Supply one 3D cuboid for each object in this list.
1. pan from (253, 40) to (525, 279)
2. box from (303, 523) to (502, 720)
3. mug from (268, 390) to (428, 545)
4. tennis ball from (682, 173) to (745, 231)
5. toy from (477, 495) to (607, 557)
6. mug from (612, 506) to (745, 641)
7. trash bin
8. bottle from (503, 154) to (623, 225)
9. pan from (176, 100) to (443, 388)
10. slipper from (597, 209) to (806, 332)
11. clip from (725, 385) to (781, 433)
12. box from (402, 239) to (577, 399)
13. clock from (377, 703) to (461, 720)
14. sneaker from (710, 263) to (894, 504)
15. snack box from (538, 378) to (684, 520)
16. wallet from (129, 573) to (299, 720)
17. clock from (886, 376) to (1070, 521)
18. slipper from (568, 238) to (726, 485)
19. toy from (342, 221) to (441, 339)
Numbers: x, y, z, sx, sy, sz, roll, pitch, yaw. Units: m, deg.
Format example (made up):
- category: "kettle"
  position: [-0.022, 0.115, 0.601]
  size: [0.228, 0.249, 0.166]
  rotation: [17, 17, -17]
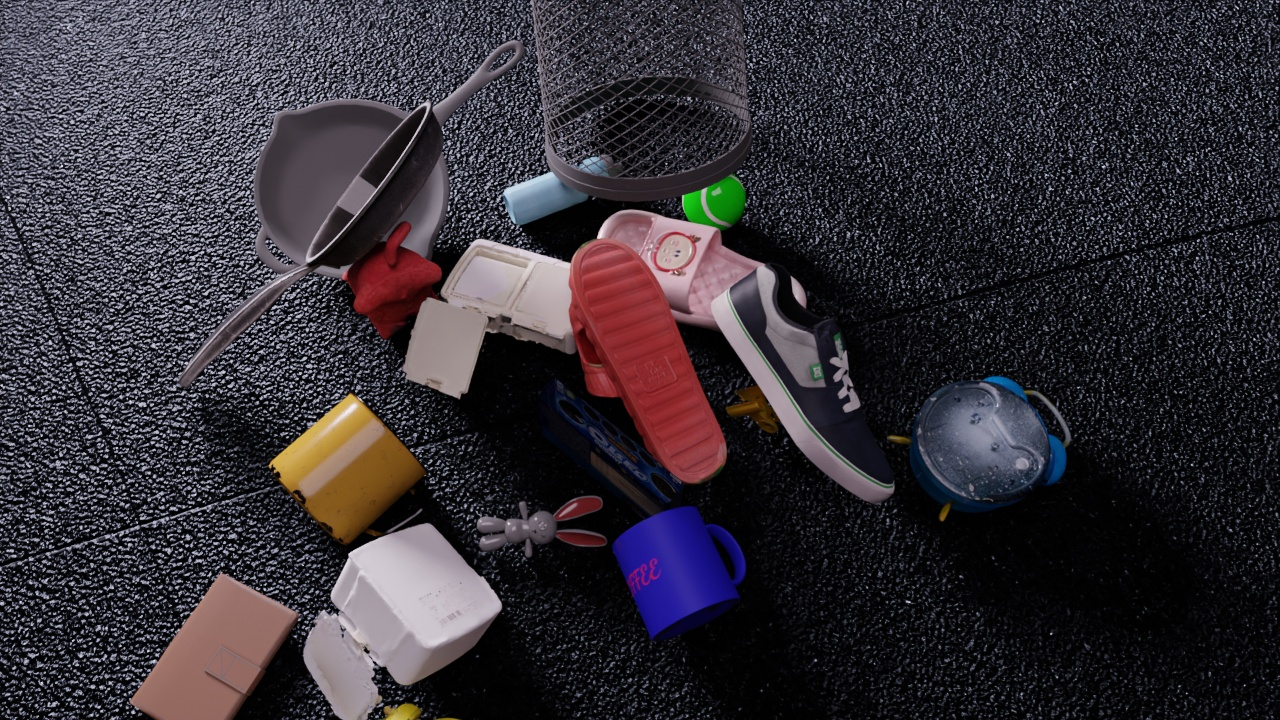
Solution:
- category: "pan"
  position: [-0.252, -0.218, 0.959]
  size: [0.216, 0.024, 0.354]
  rotation: [45, 78, 1]
- category: "box"
  position: [-0.206, 0.226, 0.749]
  size: [0.109, 0.137, 0.120]
  rotation: [41, 28, 19]
- category: "mug"
  position: [-0.246, 0.104, 0.796]
  size: [0.094, 0.101, 0.124]
  rotation: [-44, 112, -18]
- category: "tennis ball"
  position: [0.076, -0.165, 0.944]
  size: [0.065, 0.065, 0.065]
  rotation: [0, 63, 0]
- category: "toy"
  position: [-0.087, 0.147, 0.805]
  size: [0.111, 0.030, 0.049]
  rotation: [-7, 92, -1]
- category: "mug"
  position: [0.042, 0.176, 0.771]
  size: [0.111, 0.079, 0.083]
  rotation: [-7, 59, -36]
- category: "trash bin"
  position: [-0.001, -0.312, 0.892]
  size: [0.218, 0.228, 0.217]
  rotation: [-4, 43, 3]
- category: "bottle"
  position: [-0.078, -0.182, 0.966]
  size: [0.130, 0.040, 0.040]
  rotation: [-23, 66, -12]
- category: "pan"
  position: [-0.304, -0.100, 0.860]
  size: [0.357, 0.055, 0.187]
  rotation: [-49, 26, 6]
- category: "slipper"
  position: [0.057, -0.084, 0.909]
  size: [0.221, 0.056, 0.106]
  rotation: [24, 67, 10]
- category: "clip"
  position: [0.108, 0.048, 0.851]
  size: [0.044, 0.054, 0.049]
  rotation: [-17, 88, -30]
- category: "box"
  position: [-0.124, -0.048, 0.854]
  size: [0.143, 0.070, 0.185]
  rotation: [15, 48, 7]
- category: "clock"
  position: [-0.165, 0.314, 0.704]
  size: [0.119, 0.057, 0.083]
  rotation: [16, 64, 1]
- category: "sneaker"
  position: [0.162, 0.017, 0.816]
  size: [0.079, 0.084, 0.235]
  rotation: [-40, 80, 28]
- category: "snack box"
  position: [-0.028, 0.085, 0.808]
  size: [0.150, 0.082, 0.027]
  rotation: [39, 67, 16]
- category: "wallet"
  position: [-0.352, 0.248, 0.762]
  size: [0.087, 0.013, 0.120]
  rotation: [22, 65, 16]
- category: "clock"
  position: [0.316, 0.075, 0.828]
  size: [0.161, 0.060, 0.116]
  rotation: [-20, 64, -12]
- category: "slipper"
  position: [-0.005, 0.005, 0.852]
  size: [0.103, 0.059, 0.248]
  rotation: [-18, 79, -38]
- category: "toy"
  position: [-0.245, -0.091, 0.865]
  size: [0.088, 0.133, 0.094]
  rotation: [-29, 73, -27]
